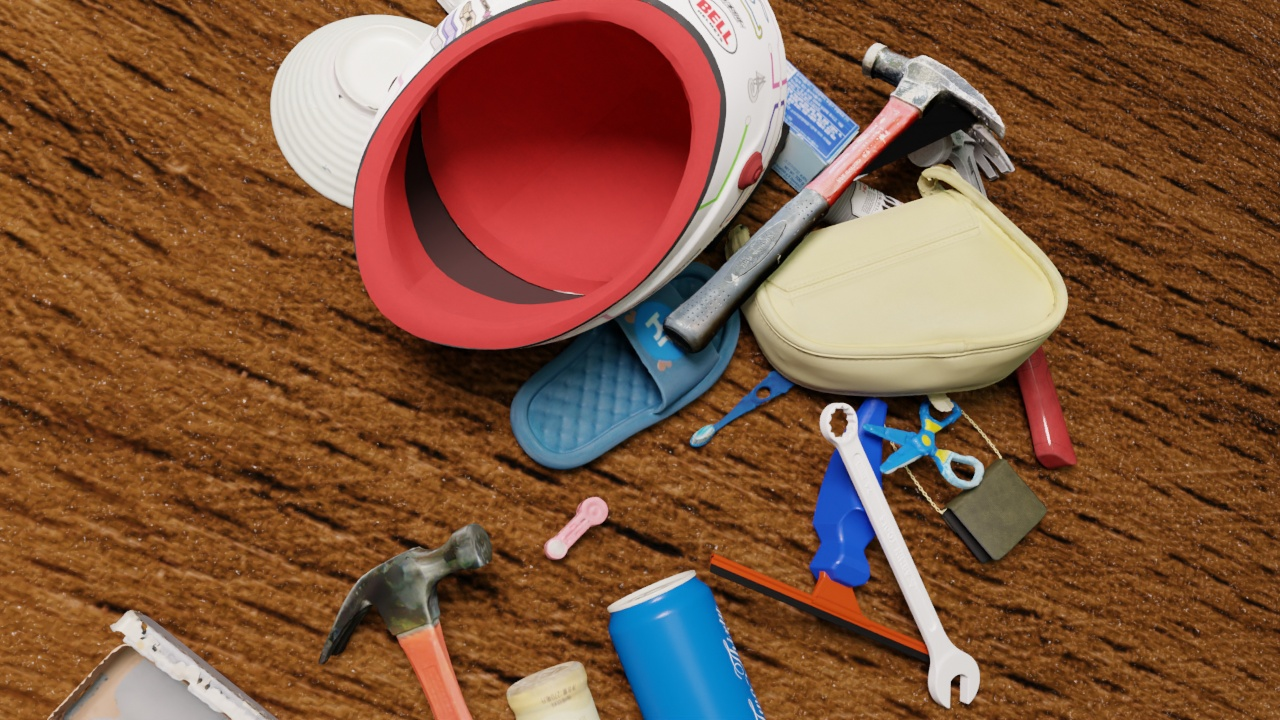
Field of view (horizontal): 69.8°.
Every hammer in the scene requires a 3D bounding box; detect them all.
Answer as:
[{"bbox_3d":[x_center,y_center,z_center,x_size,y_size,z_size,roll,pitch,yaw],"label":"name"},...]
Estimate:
[{"bbox_3d":[0.325,-0.059,0.810,0.126,0.036,0.315,-12,84,-43],"label":"hammer"},{"bbox_3d":[0.145,-0.121,0.715,0.140,0.036,0.325,38,73,26],"label":"hammer"},{"bbox_3d":[-0.103,0.284,0.596,0.133,0.033,0.333,-24,84,9],"label":"hammer"}]

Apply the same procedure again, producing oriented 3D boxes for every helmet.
[{"bbox_3d":[-0.045,-0.154,0.647,0.315,0.235,0.231,-39,103,12],"label":"helmet"}]

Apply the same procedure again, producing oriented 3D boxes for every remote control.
[{"bbox_3d":[0.080,-0.147,0.759,0.039,0.010,0.125,25,100,-35],"label":"remote control"}]

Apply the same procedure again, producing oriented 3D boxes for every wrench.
[{"bbox_3d":[0.199,0.153,0.700,0.047,0.009,0.273,-32,104,-25],"label":"wrench"}]

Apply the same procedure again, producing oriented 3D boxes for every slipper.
[{"bbox_3d":[-0.004,0.004,0.708,0.213,0.059,0.104,-40,90,-19],"label":"slipper"}]

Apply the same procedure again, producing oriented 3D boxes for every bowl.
[{"bbox_3d":[-0.195,-0.207,0.707,0.177,0.071,0.177,3,75,-13],"label":"bowl"}]

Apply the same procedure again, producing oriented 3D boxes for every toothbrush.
[{"bbox_3d":[0.093,0.032,0.747,0.132,0.016,0.021,-33,76,-19],"label":"toothbrush"}]

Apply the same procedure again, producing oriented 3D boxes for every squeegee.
[{"bbox_3d":[0.166,0.116,0.723,0.249,0.055,0.184,27,68,-25],"label":"squeegee"}]

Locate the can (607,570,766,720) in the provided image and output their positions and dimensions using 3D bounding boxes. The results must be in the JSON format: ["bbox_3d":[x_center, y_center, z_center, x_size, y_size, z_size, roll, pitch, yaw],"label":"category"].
[{"bbox_3d":[0.036,0.230,0.647,0.078,0.079,0.146,-21,82,-19],"label":"can"}]

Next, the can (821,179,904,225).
[{"bbox_3d":[0.202,-0.126,0.802,0.106,0.044,0.044,25,71,-7],"label":"can"}]

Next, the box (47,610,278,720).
[{"bbox_3d":[-0.254,0.255,0.559,0.216,0.096,0.105,40,75,-2],"label":"box"}]

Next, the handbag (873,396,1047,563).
[{"bbox_3d":[0.258,0.080,0.778,0.084,0.027,0.178,-35,81,-22],"label":"handbag"}]

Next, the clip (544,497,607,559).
[{"bbox_3d":[-0.047,0.124,0.677,0.022,0.037,0.058,45,73,-3],"label":"clip"}]

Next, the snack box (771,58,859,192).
[{"bbox_3d":[0.083,-0.248,0.796,0.226,0.059,0.059,43,67,-2],"label":"snack box"}]

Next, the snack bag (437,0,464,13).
[{"bbox_3d":[-0.116,-0.325,0.777,0.115,0.036,0.077,-38,88,-20],"label":"snack bag"}]

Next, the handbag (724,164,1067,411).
[{"bbox_3d":[0.197,-0.053,0.737,0.233,0.089,0.190,-16,64,-1],"label":"handbag"}]

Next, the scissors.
[{"bbox_3d":[0.230,0.076,0.738,0.131,0.019,0.105,-22,74,-38],"label":"scissors"}]

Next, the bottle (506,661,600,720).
[{"bbox_3d":[-0.040,0.292,0.623,0.056,0.057,0.162,-17,81,-18],"label":"bottle"}]
